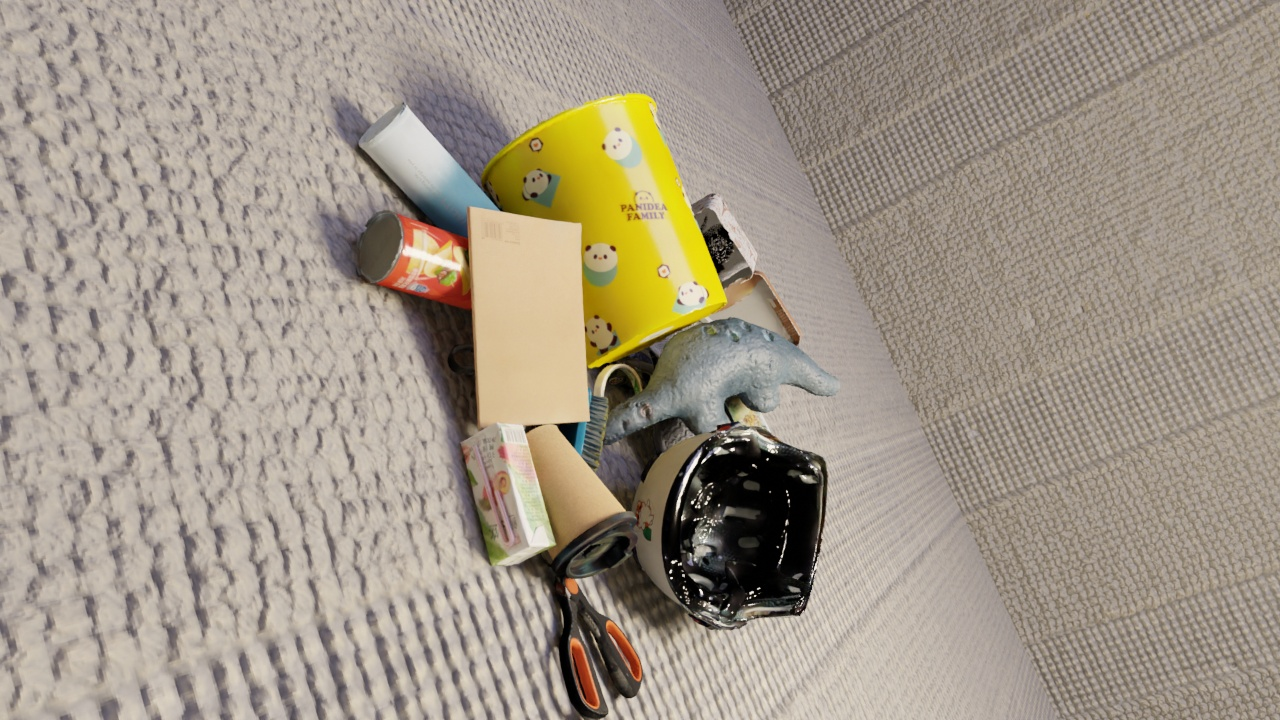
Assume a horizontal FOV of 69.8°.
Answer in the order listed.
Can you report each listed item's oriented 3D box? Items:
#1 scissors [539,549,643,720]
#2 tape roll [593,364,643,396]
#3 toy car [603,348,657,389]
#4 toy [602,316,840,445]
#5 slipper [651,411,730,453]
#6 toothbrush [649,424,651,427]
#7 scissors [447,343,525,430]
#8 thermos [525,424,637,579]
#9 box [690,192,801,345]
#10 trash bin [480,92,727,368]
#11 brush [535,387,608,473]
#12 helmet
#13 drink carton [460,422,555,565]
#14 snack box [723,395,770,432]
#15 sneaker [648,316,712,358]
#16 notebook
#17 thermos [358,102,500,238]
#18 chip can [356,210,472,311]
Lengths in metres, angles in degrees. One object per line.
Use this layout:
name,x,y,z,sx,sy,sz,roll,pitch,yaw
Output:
scissors,-0.061,0.241,0.894,0.204,0.022,0.224,41,27,-40
tape roll,-0.026,0.047,1.133,0.085,0.014,0.085,8,80,-52
toy car,-0.007,0.007,1.223,0.158,0.042,0.070,29,41,-56
toy,0.098,0.019,1.143,0.355,0.091,0.138,-14,96,-25
slipper,0.085,0.160,1.203,0.110,0.083,0.268,-31,99,-23
toothbrush,0.045,0.120,1.241,0.190,0.016,0.016,51,20,-26
scissors,-0.123,0.023,0.951,0.181,0.014,0.159,19,56,-39
thermos,-0.070,0.136,0.883,0.143,0.093,0.093,54,20,21
box,0.108,-0.099,1.398,0.261,0.177,0.082,54,26,-16
trash bin,-0.032,-0.144,1.088,0.255,0.230,0.229,65,24,4
brush,-0.078,0.079,0.989,0.073,0.055,0.143,28,36,-18
helmet,0.087,0.184,1.066,0.273,0.157,0.230,10,85,-37
drink carton,-0.124,0.122,0.844,0.045,0.054,0.122,14,53,-55
snack box,0.143,0.132,1.273,0.182,0.045,0.178,65,-14,3
sneaker,0.035,-0.056,1.279,0.242,0.089,0.090,45,4,14
notebook,-0.109,-0.041,0.915,0.149,0.012,0.211,0,86,-50
thermos,-0.200,-0.169,0.979,0.220,0.070,0.070,49,27,-29
chip can,-0.171,-0.086,0.909,0.216,0.073,0.073,17,50,-50
